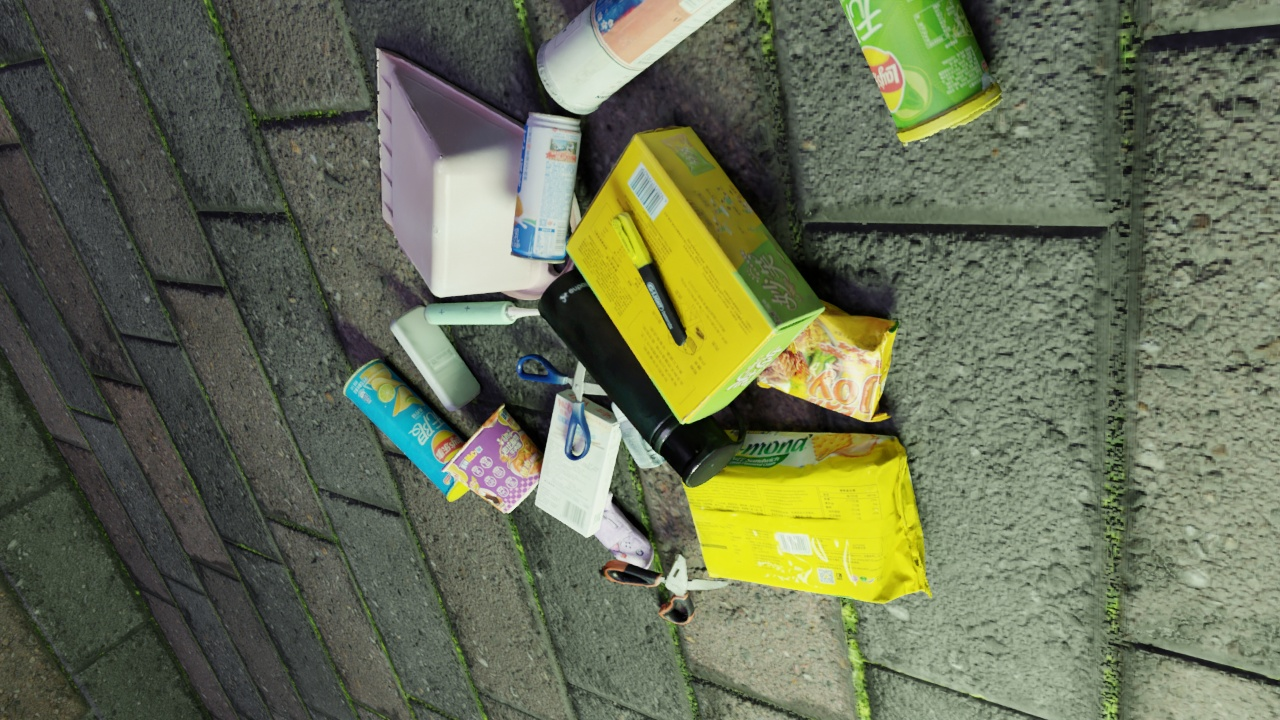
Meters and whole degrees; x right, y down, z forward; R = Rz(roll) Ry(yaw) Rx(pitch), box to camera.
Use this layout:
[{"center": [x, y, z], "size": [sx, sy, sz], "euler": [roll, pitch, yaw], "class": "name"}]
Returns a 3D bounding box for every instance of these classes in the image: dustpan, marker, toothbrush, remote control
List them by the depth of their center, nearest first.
[{"center": [0.008, -0.068, 0.771], "size": [0.018, 0.015, 0.124], "euler": [-32, 83, 55], "class": "marker"}, {"center": [-0.180, -0.182, 0.990], "size": [0.273, 0.138, 0.223], "euler": [56, 147, 37], "class": "dustpan"}, {"center": [-0.171, -0.055, 1.054], "size": [0.225, 0.027, 0.026], "euler": [2, 155, 40], "class": "toothbrush"}, {"center": [-0.253, -0.003, 1.138], "size": [0.020, 0.055, 0.136], "euler": [-28, 99, 45], "class": "remote control"}]

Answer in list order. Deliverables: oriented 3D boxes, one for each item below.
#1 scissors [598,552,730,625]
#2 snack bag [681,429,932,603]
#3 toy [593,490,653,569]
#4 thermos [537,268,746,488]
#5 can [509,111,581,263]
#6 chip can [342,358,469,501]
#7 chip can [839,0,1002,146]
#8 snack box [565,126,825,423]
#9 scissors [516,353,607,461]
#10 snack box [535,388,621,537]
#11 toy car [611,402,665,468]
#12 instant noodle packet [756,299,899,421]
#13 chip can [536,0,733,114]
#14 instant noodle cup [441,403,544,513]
[{"center": [0.032, 0.262, 1.061], "size": [0.227, 0.015, 0.189], "euler": [3, 140, 40], "class": "scissors"}, {"center": [0.147, 0.149, 0.874], "size": [0.247, 0.068, 0.158], "euler": [-2, 113, 37], "class": "snack bag"}, {"center": [-0.024, 0.207, 1.101], "size": [0.108, 0.038, 0.084], "euler": [49, 139, 3], "class": "toy"}, {"center": [0.003, 0.010, 0.891], "size": [0.242, 0.089, 0.069], "euler": [49, 153, 24], "class": "thermos"}, {"center": [-0.089, -0.162, 0.862], "size": [0.053, 0.053, 0.135], "euler": [17, 105, 31], "class": "can"}, {"center": [-0.302, 0.092, 1.231], "size": [0.210, 0.071, 0.071], "euler": [43, 137, 9], "class": "chip can"}, {"center": [0.161, -0.257, 0.604], "size": [0.073, 0.072, 0.221], "euler": [-16, 106, 45], "class": "chip can"}, {"center": [0.039, -0.073, 0.802], "size": [0.210, 0.069, 0.158], "euler": [56, 139, 15], "class": "snack box"}, {"center": [-0.073, 0.037, 1.006], "size": [0.173, 0.012, 0.162], "euler": [9, 112, 39], "class": "scissors"}, {"center": [-0.072, 0.120, 1.062], "size": [0.085, 0.026, 0.157], "euler": [27, 118, 27], "class": "snack box"}, {"center": [-0.002, 0.076, 0.998], "size": [0.043, 0.034, 0.090], "euler": [-12, 108, 48], "class": "toy car"}, {"center": [0.160, -0.003, 0.800], "size": [0.128, 0.044, 0.111], "euler": [21, 132, 28], "class": "instant noodle packet"}, {"center": [0.008, -0.275, 0.721], "size": [0.215, 0.071, 0.071], "euler": [-22, 102, 46], "class": "chip can"}, {"center": [-0.172, 0.127, 1.127], "size": [0.099, 0.111, 0.112], "euler": [44, 137, -3], "class": "instant noodle cup"}]
